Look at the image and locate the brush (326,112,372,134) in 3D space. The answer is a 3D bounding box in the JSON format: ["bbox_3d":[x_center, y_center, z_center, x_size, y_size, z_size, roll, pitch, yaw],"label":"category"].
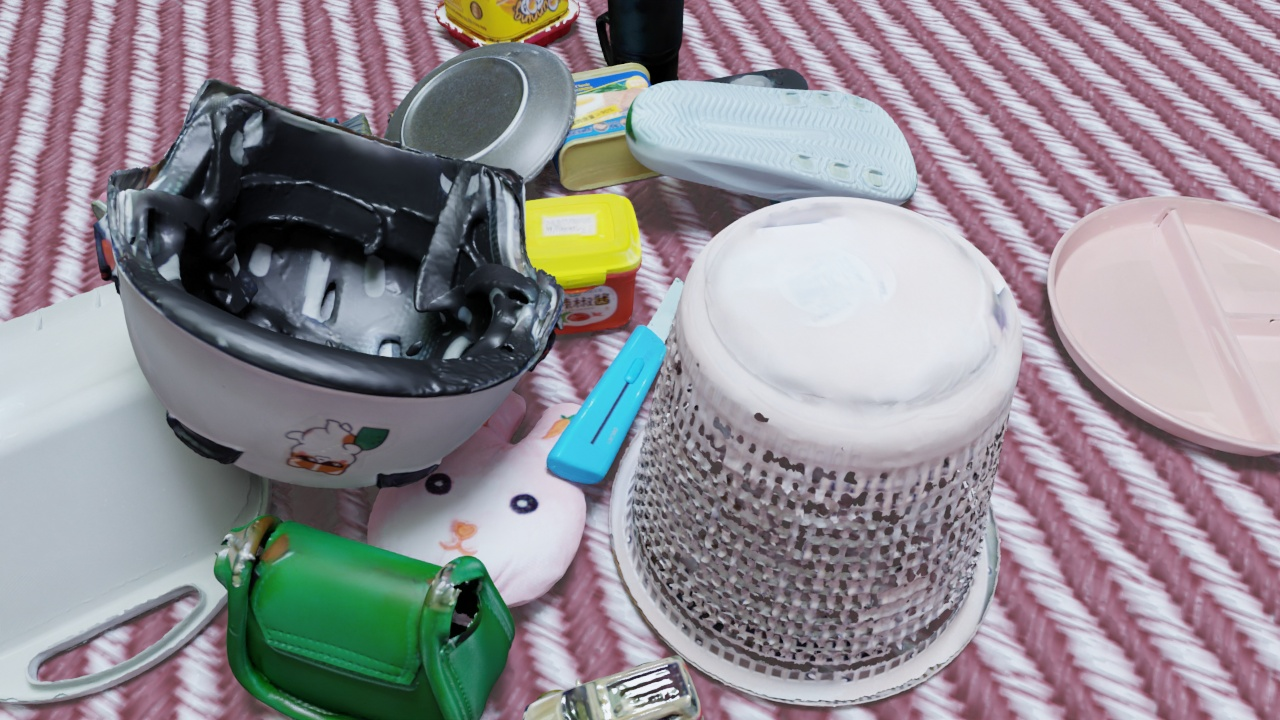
[{"bbox_3d":[-0.237,-0.135,0.709,0.073,0.055,0.143,-12,51,-9],"label":"brush"}]

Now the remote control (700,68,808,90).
[{"bbox_3d":[0.079,-0.226,0.798,0.136,0.024,0.053,-13,50,-11],"label":"remote control"}]

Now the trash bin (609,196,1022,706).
[{"bbox_3d":[0.093,0.033,0.474,0.227,0.192,0.227,-1,50,1],"label":"trash bin"}]

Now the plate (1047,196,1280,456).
[{"bbox_3d":[0.393,-0.027,0.623,0.229,0.028,0.229,-1,51,1],"label":"plate"}]

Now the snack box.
[{"bbox_3d":[-0.046,-0.065,0.630,0.091,0.080,0.081,-6,51,-4],"label":"snack box"}]

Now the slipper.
[{"bbox_3d":[0.102,-0.152,0.701,0.245,0.074,0.104,3,57,-18],"label":"slipper"}]

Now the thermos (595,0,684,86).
[{"bbox_3d":[-0.006,-0.331,0.745,0.090,0.243,0.068,32,57,24],"label":"thermos"}]

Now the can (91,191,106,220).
[{"bbox_3d":[-0.341,-0.137,0.712,0.058,0.058,0.147,32,58,24],"label":"can"}]

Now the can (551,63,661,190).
[{"bbox_3d":[-0.030,-0.190,0.750,0.102,0.057,0.083,-13,54,-9],"label":"can"}]

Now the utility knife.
[{"bbox_3d":[-0.004,0.003,0.591,0.034,0.018,0.215,31,40,0],"label":"utility knife"}]

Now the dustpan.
[{"bbox_3d":[-0.343,0.068,0.559,0.222,0.143,0.258,-25,29,-16],"label":"dustpan"}]

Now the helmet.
[{"bbox_3d":[-0.173,-0.024,0.513,0.229,0.157,0.273,11,37,-24],"label":"helmet"}]

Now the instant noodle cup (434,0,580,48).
[{"bbox_3d":[-0.129,-0.364,0.853,0.116,0.124,0.116,-38,59,-26],"label":"instant noodle cup"}]

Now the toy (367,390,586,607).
[{"bbox_3d":[-0.086,0.073,0.538,0.121,0.054,0.159,10,43,8],"label":"toy"}]

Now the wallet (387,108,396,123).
[{"bbox_3d":[-0.151,-0.192,0.779,0.096,0.020,0.122,-28,56,-14],"label":"wallet"}]

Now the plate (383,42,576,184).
[{"bbox_3d":[-0.138,-0.194,0.736,0.180,0.024,0.179,-10,59,18],"label":"plate"}]

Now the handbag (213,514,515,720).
[{"bbox_3d":[-0.134,0.130,0.445,0.131,0.120,0.067,11,46,13],"label":"handbag"}]

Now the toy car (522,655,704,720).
[{"bbox_3d":[-0.016,0.177,0.459,0.090,0.035,0.042,-15,50,-8],"label":"toy car"}]
